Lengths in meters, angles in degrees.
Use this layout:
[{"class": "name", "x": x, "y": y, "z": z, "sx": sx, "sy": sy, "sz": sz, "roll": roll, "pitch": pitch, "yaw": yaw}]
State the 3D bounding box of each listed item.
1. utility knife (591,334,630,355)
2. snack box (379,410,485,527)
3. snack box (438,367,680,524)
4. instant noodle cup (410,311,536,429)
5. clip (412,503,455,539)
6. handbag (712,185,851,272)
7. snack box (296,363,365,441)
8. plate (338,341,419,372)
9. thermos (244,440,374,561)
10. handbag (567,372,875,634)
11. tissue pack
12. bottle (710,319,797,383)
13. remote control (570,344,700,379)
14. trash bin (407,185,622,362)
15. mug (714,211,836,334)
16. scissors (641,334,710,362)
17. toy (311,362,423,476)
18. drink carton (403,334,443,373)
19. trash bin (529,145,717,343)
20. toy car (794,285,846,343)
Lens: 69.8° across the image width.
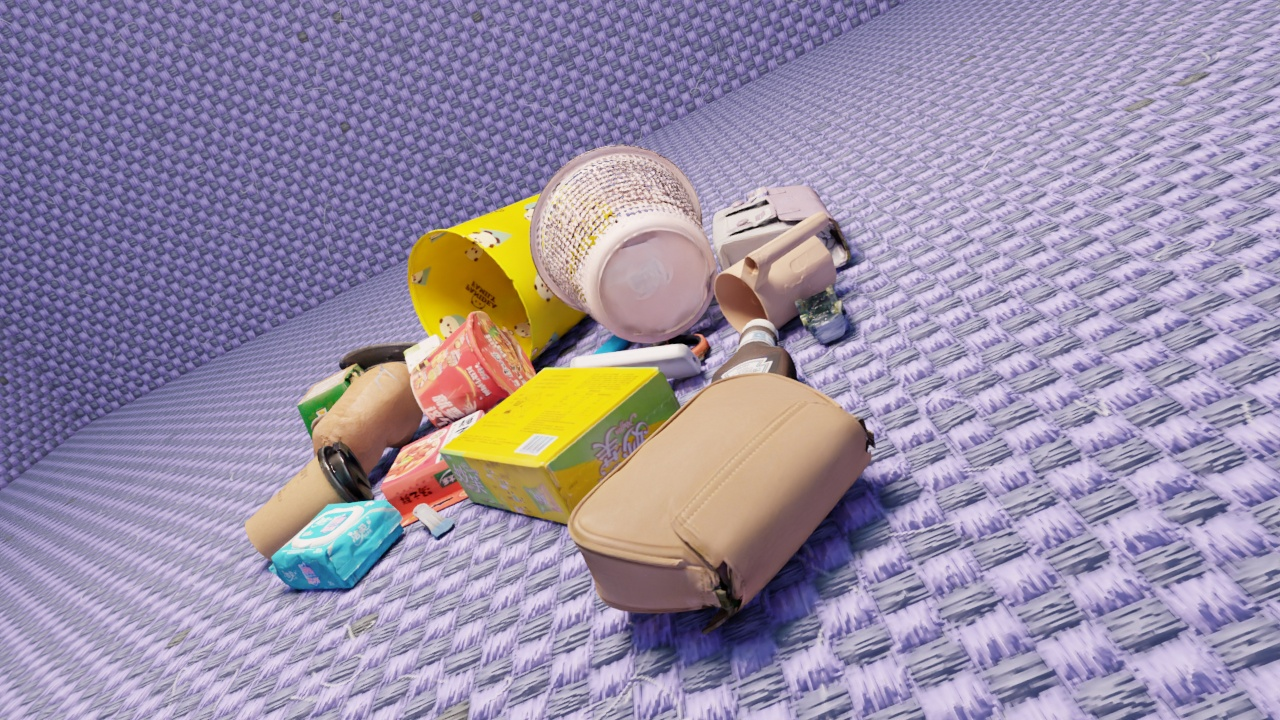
[{"class": "utility knife", "x": -0.041, "y": -0.009, "z": 1.143, "sx": 0.034, "sy": 0.018, "sz": 0.186, "roll": 2, "pitch": 33, "yaw": 36}, {"class": "snack box", "x": -0.223, "y": 0.119, "z": 1.024, "sx": 0.113, "sy": 0.044, "sz": 0.127, "roll": -25, "pitch": 19, "yaw": 9}, {"class": "snack box", "x": -0.079, "y": 0.075, "z": 0.897, "sx": 0.157, "sy": 0.070, "sz": 0.210, "roll": -39, "pitch": 21, "yaw": -31}, {"class": "instant noodle cup", "x": -0.205, "y": 0.026, "z": 1.122, "sx": 0.109, "sy": 0.138, "sz": 0.137, "roll": -33, "pitch": 17, "yaw": 13}, {"class": "clip", "x": -0.210, "y": 0.166, "z": 0.932, "sx": 0.024, "sy": 0.026, "sz": 0.056, "roll": -41, "pitch": 35, "yaw": -26}, {"class": "handbag", "x": 0.164, "y": -0.151, "z": 1.117, "sx": 0.145, "sy": 0.098, "sz": 0.196, "roll": -17, "pitch": 19, "yaw": 9}, {"class": "snack box", "x": -0.428, "y": 0.076, "z": 1.327, "sx": 0.117, "sy": 0.105, "sz": 0.118, "roll": -26, "pitch": 18, "yaw": 7}, {"class": "plate", "x": -0.365, "y": 0.012, "z": 1.394, "sx": 0.179, "sy": 0.024, "sz": 0.180, "roll": -5, "pitch": -19, "yaw": -2}, {"class": "thermos", "x": -0.381, "y": 0.166, "z": 1.065, "sx": 0.143, "sy": 0.093, "sz": 0.093, "roll": -36, "pitch": 19, "yaw": -1}, {"class": "handbag", "x": 0.058, "y": 0.095, "z": 0.626, "sx": 0.204, "sy": 0.100, "sz": 0.148, "roll": -39, "pitch": 29, "yaw": -30}, {"class": "tissue pack", "x": -0.319, "y": 0.192, "z": 0.961, "sx": 0.134, "sy": 0.050, "sz": 0.093, "roll": -13, "pitch": 25, "yaw": 39}, {"class": "bottle", "x": 0.105, "y": 0.014, "z": 0.844, "sx": 0.080, "sy": 0.044, "sz": 0.194, "roll": -21, "pitch": 19, "yaw": 19}, {"class": "remote control", "x": -0.006, "y": 0.006, "z": 0.972, "sx": 0.136, "sy": 0.056, "sz": 0.020, "roll": -7, "pitch": 66, "yaw": 23}, {"class": "trash bin", "x": -0.161, "y": -0.125, "z": 1.321, "sx": 0.230, "sy": 0.230, "sz": 0.254, "roll": -9, "pitch": 22, "yaw": 44}, {"class": "mug", "x": 0.145, "y": -0.092, "z": 0.958, "sx": 0.103, "sy": 0.084, "sz": 0.125, "roll": -34, "pitch": -25, "yaw": -22}, {"class": "scissors", "x": 0.020, "y": -0.014, "z": 1.078, "sx": 0.189, "sy": 0.015, "sz": 0.227, "roll": -31, "pitch": 18, "yaw": -9}, {"class": "toy", "x": -0.330, "y": 0.064, "z": 1.192, "sx": 0.082, "sy": 0.144, "sz": 0.225, "roll": 29, "pitch": 45, "yaw": 14}, {"class": "drink carton", "x": -0.260, "y": 0.020, "z": 1.223, "sx": 0.053, "sy": 0.122, "sz": 0.045, "roll": -27, "pitch": 58, "yaw": 5}, {"class": "trash bin", "x": -0.007, "y": -0.124, "z": 1.093, "sx": 0.227, "sy": 0.227, "sz": 0.192, "roll": -28, "pitch": 29, "yaw": -1}, {"class": "toy car", "x": 0.180, "y": -0.046, "z": 0.906, "sx": 0.043, "sy": 0.034, "sz": 0.090, "roll": -27, "pitch": 17, "yaw": 11}]
